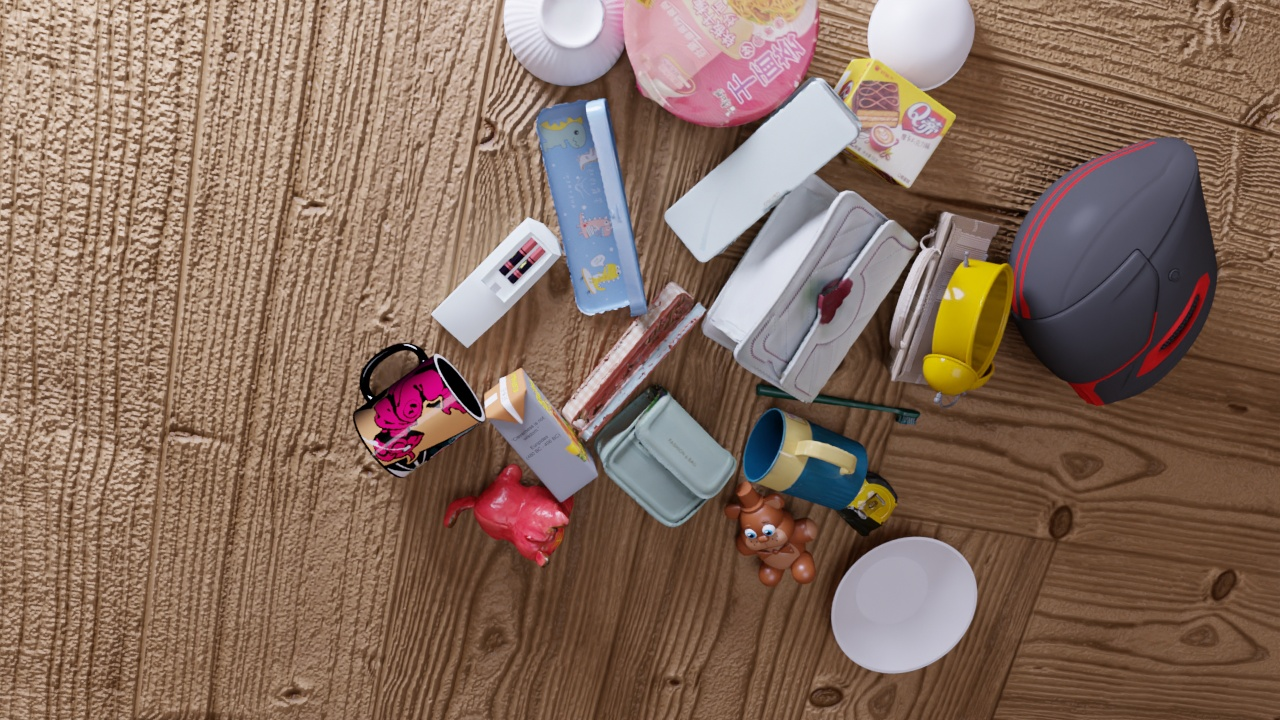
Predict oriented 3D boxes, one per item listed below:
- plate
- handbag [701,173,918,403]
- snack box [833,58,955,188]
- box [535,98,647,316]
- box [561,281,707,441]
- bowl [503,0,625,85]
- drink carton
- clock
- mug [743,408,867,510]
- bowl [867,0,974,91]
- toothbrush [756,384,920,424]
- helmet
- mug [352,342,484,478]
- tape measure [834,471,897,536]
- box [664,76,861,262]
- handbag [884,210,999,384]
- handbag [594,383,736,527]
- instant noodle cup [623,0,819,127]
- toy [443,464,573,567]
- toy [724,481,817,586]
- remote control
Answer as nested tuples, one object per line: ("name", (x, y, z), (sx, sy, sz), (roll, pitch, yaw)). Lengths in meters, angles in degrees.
("plate", (0.300, 0.277, 1.066), (0.174, 0.036, 0.174), (-2, 106, -8))
("handbag", (0.174, -0.066, 0.915), (0.142, 0.096, 0.198), (27, 99, -32))
("snack box", (0.237, -0.232, 0.900), (0.105, 0.061, 0.084), (29, 101, -15))
("box", (-0.044, -0.142, 0.880), (0.078, 0.074, 0.209), (-12, 107, 0))
("box", (-0.001, 0.010, 0.939), (0.188, 0.062, 0.058), (-50, 151, 9))
("bowl", (-0.065, -0.311, 0.833), (0.118, 0.062, 0.118), (-2, 106, -8))
("drink carton", (-0.102, 0.075, 0.933), (0.048, 0.076, 0.125), (-36, 112, 3))
("clock", (0.316, -0.027, 0.885), (0.052, 0.113, 0.152), (19, 104, 32))
("mug", (0.180, 0.105, 0.961), (0.107, 0.114, 0.083), (23, 76, -15))
("bowl", (0.282, -0.319, 0.892), (0.110, 0.040, 0.110), (-2, 106, -8))
("toothbrush", (0.216, 0.049, 1.000), (0.189, 0.016, 0.017), (10, 106, -10))
("helmet", (0.460, -0.098, 0.916), (0.170, 0.164, 0.265), (22, 102, -15))
("mug", (-0.228, 0.040, 0.908), (0.098, 0.082, 0.118), (-35, 80, 2))
("tape measure", (0.252, 0.157, 1.024), (0.065, 0.037, 0.064), (43, 96, -17))
("box", (0.112, -0.179, 0.873), (0.083, 0.066, 0.199), (36, 121, -23))
("handbag", (0.277, -0.058, 0.889), (0.062, 0.197, 0.176), (22, 104, 24))
("handbag", (0.024, 0.101, 0.961), (0.106, 0.067, 0.122), (-45, 107, 4))
("instant noodle cup", (0.067, -0.307, 0.847), (0.178, 0.077, 0.179), (-2, 105, -8))
("toy", (-0.134, 0.161, 0.941), (0.133, 0.094, 0.088), (8, 105, -9))
("toy", (0.140, 0.187, 0.994), (0.095, 0.065, 0.128), (-19, 123, 25))
("remote control", (-0.140, -0.077, 0.908), (0.143, 0.024, 0.049), (-44, 107, 5))
